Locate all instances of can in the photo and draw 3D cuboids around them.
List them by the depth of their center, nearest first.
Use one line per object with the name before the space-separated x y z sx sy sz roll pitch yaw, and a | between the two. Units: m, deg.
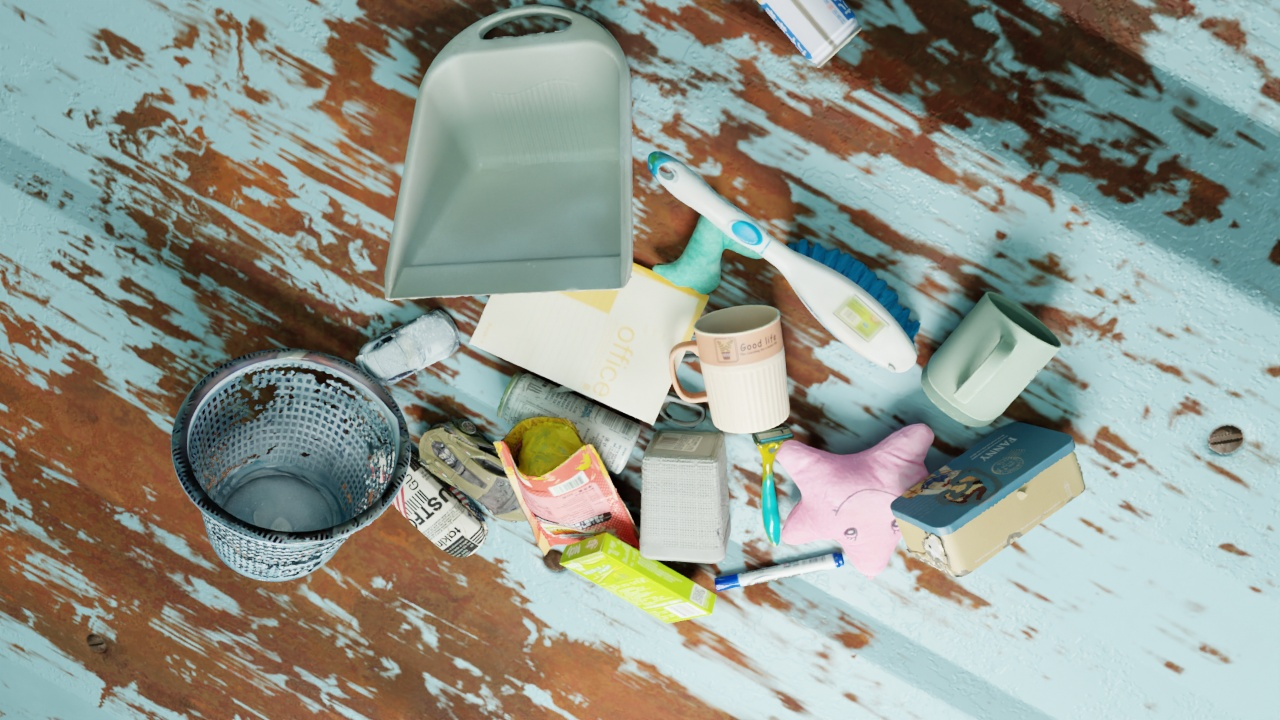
can | 0.128 -0.319 0.788 0.053 0.053 0.134 -40 98 22
can | -0.076 0.065 0.976 0.147 0.058 0.058 24 113 2

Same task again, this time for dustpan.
dustpan | -0.112 -0.194 0.815 0.223 0.257 0.143 -2 134 13

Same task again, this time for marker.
marker | 0.153 0.234 1.015 0.146 0.016 0.017 -16 106 17

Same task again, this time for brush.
brush | 0.138 -0.094 0.842 0.314 0.109 0.061 40 116 -5

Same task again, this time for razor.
razor | 0.139 0.135 0.973 0.043 0.028 0.133 -10 108 -17

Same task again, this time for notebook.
notebook | -0.052 -0.041 0.931 0.206 0.010 0.146 24 93 2

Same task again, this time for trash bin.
trash bin | -0.381 0.132 0.987 0.226 0.225 0.196 33 137 -2

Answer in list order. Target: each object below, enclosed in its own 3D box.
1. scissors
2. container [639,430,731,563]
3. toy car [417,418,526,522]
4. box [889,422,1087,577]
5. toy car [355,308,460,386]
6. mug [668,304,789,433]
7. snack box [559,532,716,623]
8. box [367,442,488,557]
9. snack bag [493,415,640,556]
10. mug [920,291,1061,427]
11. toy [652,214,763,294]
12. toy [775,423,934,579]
scissors | -0.002 0.014 0.947 0.159 0.014 0.178 -43 99 10
container | 0.047 0.139 0.963 0.090 0.090 0.114 2 108 11
toy car | -0.177 0.126 1.033 0.158 0.042 0.070 35 114 -5
box | 0.332 0.125 0.864 0.184 0.090 0.060 -32 107 -16
toy car | -0.253 -0.012 0.998 0.121 0.036 0.054 -25 103 16
mug | 0.087 0.010 0.905 0.114 0.081 0.106 -9 110 7
snack box | -0.002 0.240 1.003 0.156 0.026 0.086 34 144 -21
box | -0.247 0.162 1.054 0.164 0.055 0.070 42 132 -6
snack bag | -0.074 0.150 0.976 0.129 0.073 0.208 -2 138 17
mug | 0.315 0.005 0.840 0.082 0.111 0.107 40 116 11
toy | 0.071 -0.105 0.896 0.096 0.030 0.092 22 116 -3
toy | 0.238 0.147 0.932 0.195 0.074 0.179 -8 115 9
